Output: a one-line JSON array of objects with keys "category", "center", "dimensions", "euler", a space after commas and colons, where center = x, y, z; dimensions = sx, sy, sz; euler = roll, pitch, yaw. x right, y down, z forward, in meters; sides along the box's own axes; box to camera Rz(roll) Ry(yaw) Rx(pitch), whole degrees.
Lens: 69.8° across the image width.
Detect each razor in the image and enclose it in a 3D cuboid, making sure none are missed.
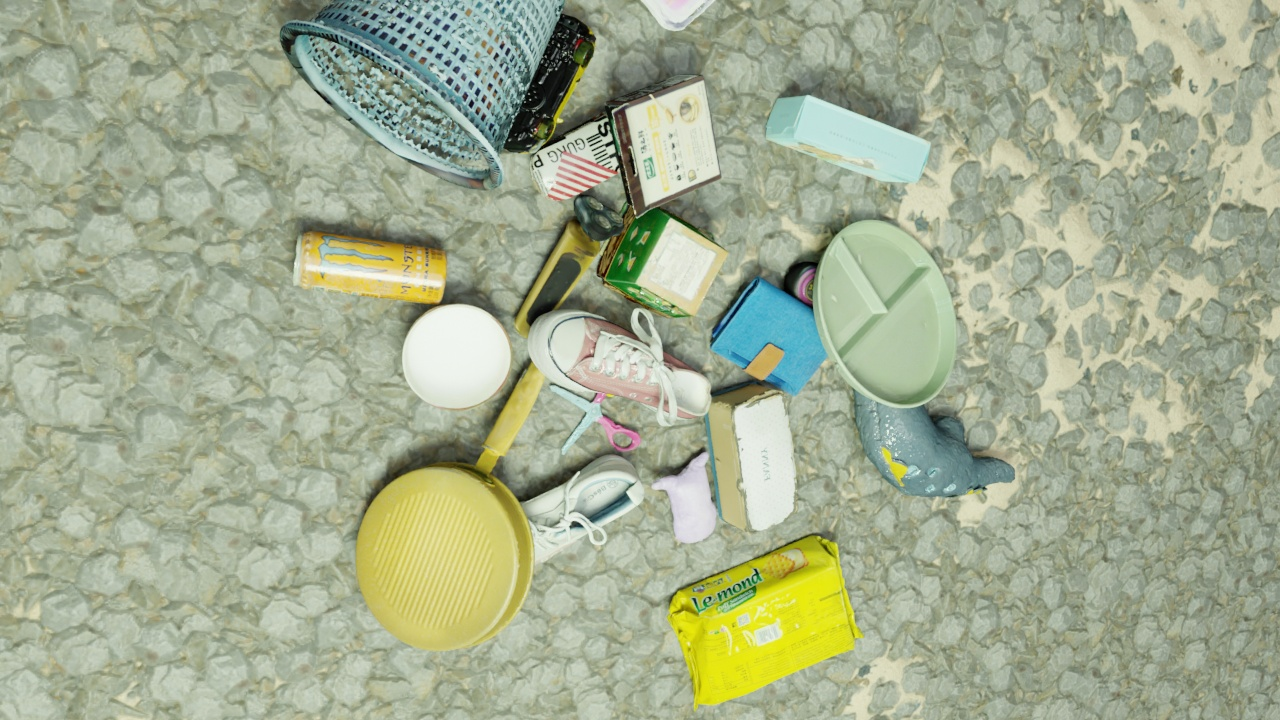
[{"category": "razor", "center": [-0.083, -0.097, 0.990], "dimensions": [0.062, 0.067, 0.167], "euler": [31, 98, -21]}]

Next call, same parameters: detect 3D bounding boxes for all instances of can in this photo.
[{"category": "can", "center": [-0.272, -0.093, 0.929], "dimensions": [0.146, 0.058, 0.058], "euler": [6, 100, -19]}]

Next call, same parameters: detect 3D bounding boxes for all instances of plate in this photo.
[{"category": "plate", "center": [0.290, -0.055, 1.090], "dimensions": [0.229, 0.028, 0.230], "euler": [8, 75, -30]}]

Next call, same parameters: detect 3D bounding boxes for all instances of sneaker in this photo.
[{"category": "sneaker", "center": [-0.103, 0.191, 1.033], "dimensions": [0.242, 0.091, 0.089], "euler": [-27, 108, -10]}, {"category": "sneaker", "center": [-0.006, 0.006, 1.000], "dimensions": [0.241, 0.088, 0.118], "euler": [24, 71, -31]}]

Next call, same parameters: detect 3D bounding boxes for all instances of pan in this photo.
[{"category": "pan", "center": [-0.174, 0.135, 0.983], "dimensions": [0.198, 0.078, 0.357], "euler": [23, 93, 16]}]

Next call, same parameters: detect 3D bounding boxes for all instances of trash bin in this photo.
[{"category": "trash bin", "center": [-0.176, -0.301, 0.844], "dimensions": [0.226, 0.227, 0.195], "euler": [35, 78, -22]}]

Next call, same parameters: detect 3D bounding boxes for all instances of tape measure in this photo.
[{"category": "tape measure", "center": [0.200, -0.089, 1.094], "dimensions": [0.057, 0.039, 0.058], "euler": [-4, 109, -14]}]

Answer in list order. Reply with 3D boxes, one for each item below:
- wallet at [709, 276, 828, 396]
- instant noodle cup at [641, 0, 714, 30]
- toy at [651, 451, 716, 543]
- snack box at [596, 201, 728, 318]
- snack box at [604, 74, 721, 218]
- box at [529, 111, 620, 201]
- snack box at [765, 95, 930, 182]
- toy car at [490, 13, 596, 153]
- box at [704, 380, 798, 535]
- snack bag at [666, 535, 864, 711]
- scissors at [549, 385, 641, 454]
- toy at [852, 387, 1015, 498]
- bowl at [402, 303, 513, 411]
[{"category": "wallet", "center": [0.160, -0.026, 1.082], "dimensions": [0.133, 0.040, 0.106], "euler": [29, 112, -19]}, {"category": "instant noodle cup", "center": [0.044, -0.443, 0.950], "dimensions": [0.173, 0.060, 0.138], "euler": [-45, 112, -2]}, {"category": "toy", "center": [0.059, 0.174, 1.107], "dimensions": [0.083, 0.039, 0.108], "euler": [-24, 115, -24]}, {"category": "snack box", "center": [0.031, -0.109, 0.999], "dimensions": [0.118, 0.105, 0.117], "euler": [27, 93, -22]}, {"category": "snack box", "center": [0.019, -0.224, 0.952], "dimensions": [0.125, 0.053, 0.113], "euler": [-27, 119, -25]}, {"category": "box", "center": [-0.041, -0.224, 0.974], "dimensions": [0.164, 0.060, 0.072], "euler": [-34, 134, -13]}, {"category": "snack box", "center": [0.237, -0.251, 1.049], "dimensions": [0.174, 0.074, 0.051], "euler": [14, 97, -20]}, {"category": "toy car", "center": [-0.103, -0.284, 0.943], "dimensions": [0.071, 0.041, 0.156], "euler": [27, 90, 6]}, {"category": "box", "center": [0.133, 0.111, 1.100], "dimensions": [0.089, 0.062, 0.184], "euler": [-15, 105, -28]}, {"category": "snack bag", "center": [0.161, 0.334, 1.165], "dimensions": [0.246, 0.068, 0.158], "euler": [-19, 107, -12]}, {"category": "scissors", "center": [-0.048, 0.058, 1.061], "dimensions": [0.133, 0.017, 0.133], "euler": [35, 94, -22]}, {"category": "toy", "center": [0.347, 0.094, 1.158], "dimensions": [0.356, 0.091, 0.137], "euler": [40, 76, -24]}, {"category": "bowl", "center": [-0.196, -0.007, 0.972], "dimensions": [0.113, 0.062, 0.113], "euler": [-4, 102, -17]}]
